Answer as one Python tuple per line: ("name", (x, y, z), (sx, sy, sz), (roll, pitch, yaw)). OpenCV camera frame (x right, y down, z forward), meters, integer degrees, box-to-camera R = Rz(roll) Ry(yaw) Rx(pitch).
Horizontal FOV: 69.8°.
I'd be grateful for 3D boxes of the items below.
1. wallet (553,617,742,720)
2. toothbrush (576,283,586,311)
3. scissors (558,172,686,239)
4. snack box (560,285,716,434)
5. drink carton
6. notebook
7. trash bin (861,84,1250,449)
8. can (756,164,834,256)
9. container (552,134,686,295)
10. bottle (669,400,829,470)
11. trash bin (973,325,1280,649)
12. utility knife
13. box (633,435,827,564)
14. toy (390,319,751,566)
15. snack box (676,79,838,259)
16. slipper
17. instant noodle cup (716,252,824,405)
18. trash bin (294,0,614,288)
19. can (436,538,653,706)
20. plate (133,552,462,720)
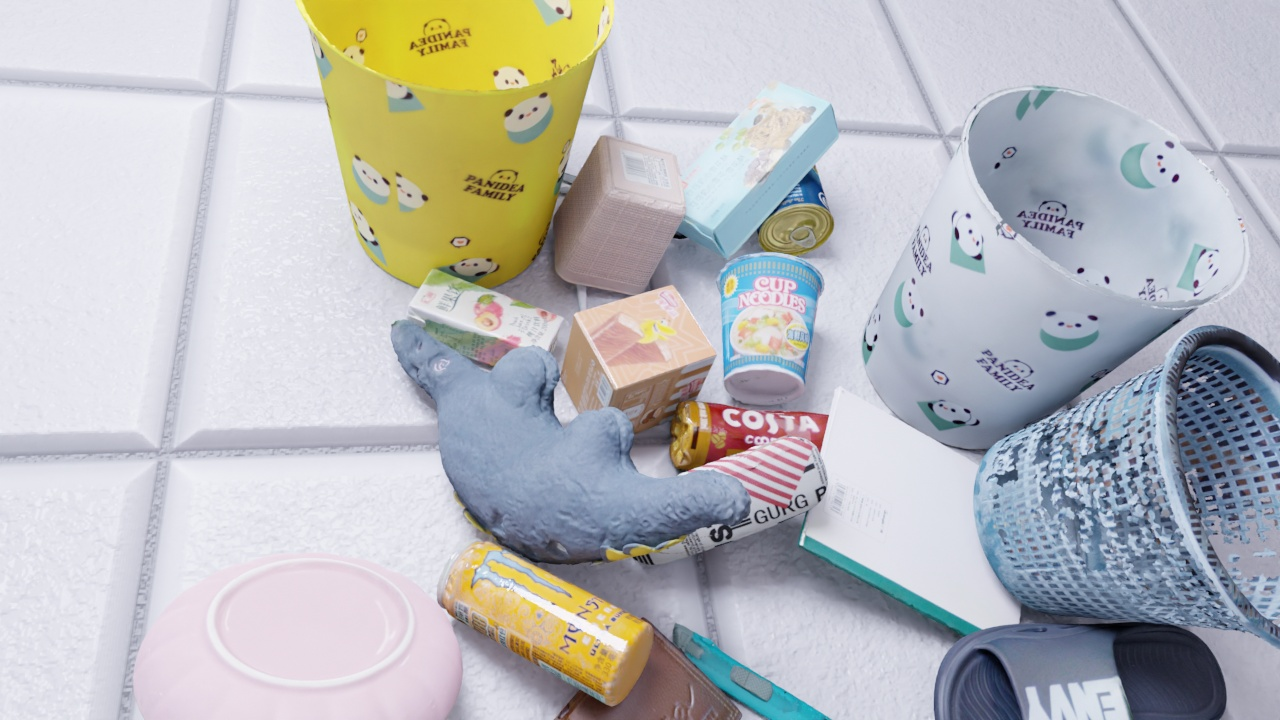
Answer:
("wallet", (-0.001, 0.255, 0.629), (0.101, 0.032, 0.124), (40, 57, 11))
("toothbrush", (-0.054, -0.075, 0.850), (0.016, 0.016, 0.179), (6, 54, -18))
("scissors", (-0.018, -0.164, 0.923), (0.164, 0.014, 0.162), (-26, 64, -27))
("snack box", (-0.005, 0.004, 0.760), (0.094, 0.093, 0.077), (-18, 62, -24))
("drink carton", (-0.132, -0.029, 0.781), (0.122, 0.046, 0.053), (20, 48, -1))
("notebook", (0.230, 0.129, 0.742), (0.209, 0.012, 0.150), (29, 58, -12))
("trash bin", (0.323, -0.061, 0.787), (0.229, 0.253, 0.229), (7, 54, -10))
("can", (0.146, -0.171, 0.928), (0.075, 0.075, 0.111), (1, 56, -13))
("container", (-0.018, -0.132, 0.829), (0.089, 0.111, 0.090), (11, 51, -22))
("bottle", (0.114, 0.069, 0.766), (0.175, 0.058, 0.057), (6, 55, -10))
("trash bin", (0.378, 0.110, 0.697), (0.226, 0.196, 0.226), (11, 67, -28))
("utility knife", (0.096, 0.246, 0.668), (0.174, 0.013, 0.029), (30, 56, 7))
("box", (0.062, 0.105, 0.707), (0.163, 0.086, 0.076), (-24, 99, 4))
("toy", (-0.077, 0.071, 0.668), (0.357, 0.138, 0.091), (27, 24, 35))
("snack box", (0.105, -0.183, 0.874), (0.174, 0.051, 0.074), (-48, 55, -9))
("slipper", (0.342, 0.242, 0.681), (0.267, 0.083, 0.110), (-2, 65, -19))
("instant noodle cup", (0.113, -0.023, 0.814), (0.099, 0.099, 0.109), (10, 62, -7))
("trash bin", (-0.155, -0.205, 0.765), (0.229, 0.256, 0.229), (6, 56, -9))
("can", (-0.066, 0.176, 0.626), (0.146, 0.058, 0.058), (21, 52, 23))
("plate", (-0.204, 0.173, 0.568), (0.192, 0.039, 0.192), (13, 20, -5))
